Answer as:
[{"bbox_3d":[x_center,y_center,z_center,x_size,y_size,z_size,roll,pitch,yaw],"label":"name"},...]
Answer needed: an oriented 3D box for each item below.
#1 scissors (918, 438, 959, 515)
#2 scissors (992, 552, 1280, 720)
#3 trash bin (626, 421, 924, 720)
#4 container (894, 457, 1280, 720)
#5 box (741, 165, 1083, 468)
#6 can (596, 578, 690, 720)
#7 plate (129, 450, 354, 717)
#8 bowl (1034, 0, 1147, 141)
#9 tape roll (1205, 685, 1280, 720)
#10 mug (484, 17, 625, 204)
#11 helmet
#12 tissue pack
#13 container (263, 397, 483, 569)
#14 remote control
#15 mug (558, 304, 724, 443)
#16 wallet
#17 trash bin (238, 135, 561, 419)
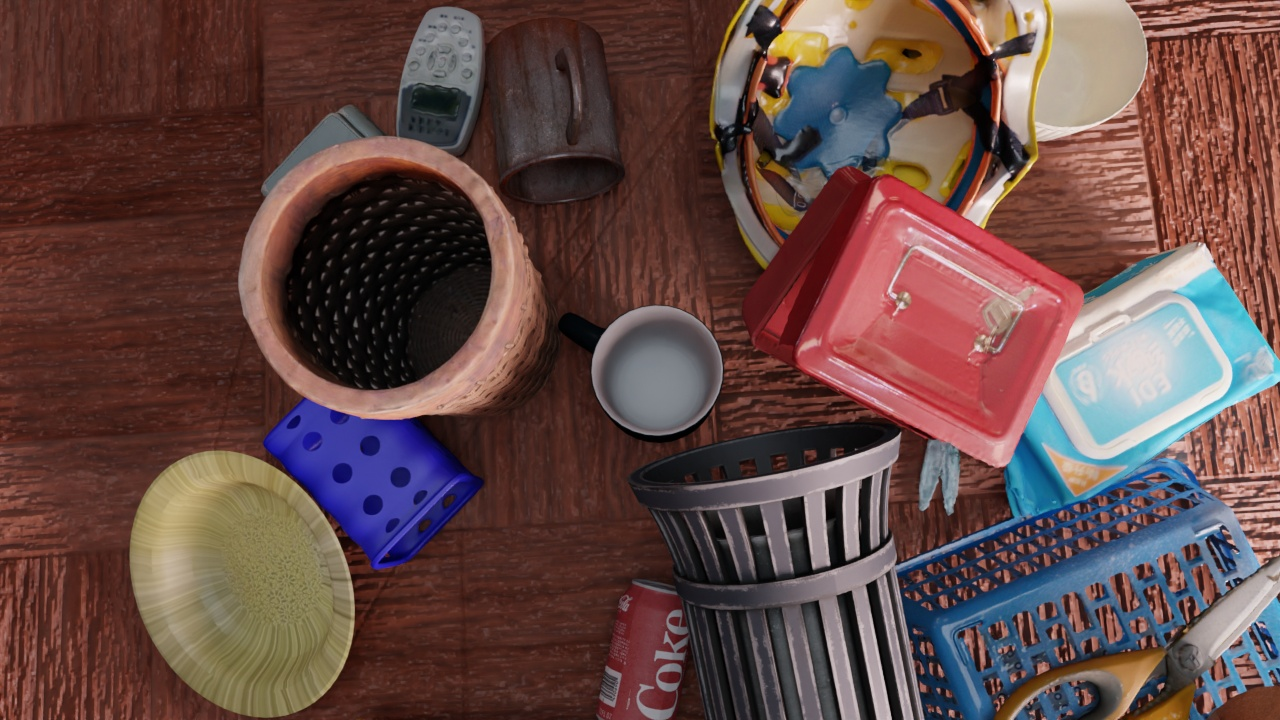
[{"bbox_3d":[0.208,0.025,0.659,0.101,0.016,0.178,17,86,0],"label":"scissors"},{"bbox_3d":[0.302,0.176,0.540,0.114,0.016,0.229,44,85,7],"label":"scissors"},{"bbox_3d":[0.095,0.167,0.559,0.164,0.164,0.227,-11,92,0],"label":"trash bin"},{"bbox_3d":[0.327,0.269,0.580,0.257,0.089,0.362,-22,81,-2],"label":"container"},{"bbox_3d":[0.163,-0.032,0.573,0.157,0.126,0.137,28,92,-13],"label":"box"},{"bbox_3d":[0.005,0.200,0.620,0.054,0.054,0.096,12,82,4],"label":"can"},{"bbox_3d":[-0.264,0.148,0.628,0.184,0.036,0.184,3,99,19],"label":"plate"},{"bbox_3d":[0.293,-0.210,0.664,0.115,0.062,0.115,0,81,2],"label":"bowl"},{"bbox_3d":[0.334,0.223,0.493,0.027,0.094,0.094,35,84,6],"label":"tape roll"},{"bbox_3d":[-0.059,-0.180,0.644,0.096,0.123,0.110,-11,81,-19],"label":"mug"},{"bbox_3d":[0.146,-0.168,0.625,0.209,0.139,0.240,3,116,-2],"label":"helmet"},{"bbox_3d":[0.320,0.012,0.627,0.209,0.066,0.117,-29,85,-3],"label":"tissue pack"},{"bbox_3d":[-0.181,0.071,0.630,0.113,0.085,0.084,44,84,8],"label":"container"},{"bbox_3d":[-0.150,-0.212,0.698,0.060,0.028,0.114,11,83,4],"label":"remote control"},{"bbox_3d":[-0.004,0.004,0.628,0.121,0.094,0.085,31,83,6],"label":"mug"},{"bbox_3d":[-0.203,-0.117,0.678,0.131,0.054,0.100,41,84,12],"label":"wallet"},{"bbox_3d":[-0.132,-0.033,0.580,0.151,0.210,0.151,0,82,3],"label":"trash bin"}]
